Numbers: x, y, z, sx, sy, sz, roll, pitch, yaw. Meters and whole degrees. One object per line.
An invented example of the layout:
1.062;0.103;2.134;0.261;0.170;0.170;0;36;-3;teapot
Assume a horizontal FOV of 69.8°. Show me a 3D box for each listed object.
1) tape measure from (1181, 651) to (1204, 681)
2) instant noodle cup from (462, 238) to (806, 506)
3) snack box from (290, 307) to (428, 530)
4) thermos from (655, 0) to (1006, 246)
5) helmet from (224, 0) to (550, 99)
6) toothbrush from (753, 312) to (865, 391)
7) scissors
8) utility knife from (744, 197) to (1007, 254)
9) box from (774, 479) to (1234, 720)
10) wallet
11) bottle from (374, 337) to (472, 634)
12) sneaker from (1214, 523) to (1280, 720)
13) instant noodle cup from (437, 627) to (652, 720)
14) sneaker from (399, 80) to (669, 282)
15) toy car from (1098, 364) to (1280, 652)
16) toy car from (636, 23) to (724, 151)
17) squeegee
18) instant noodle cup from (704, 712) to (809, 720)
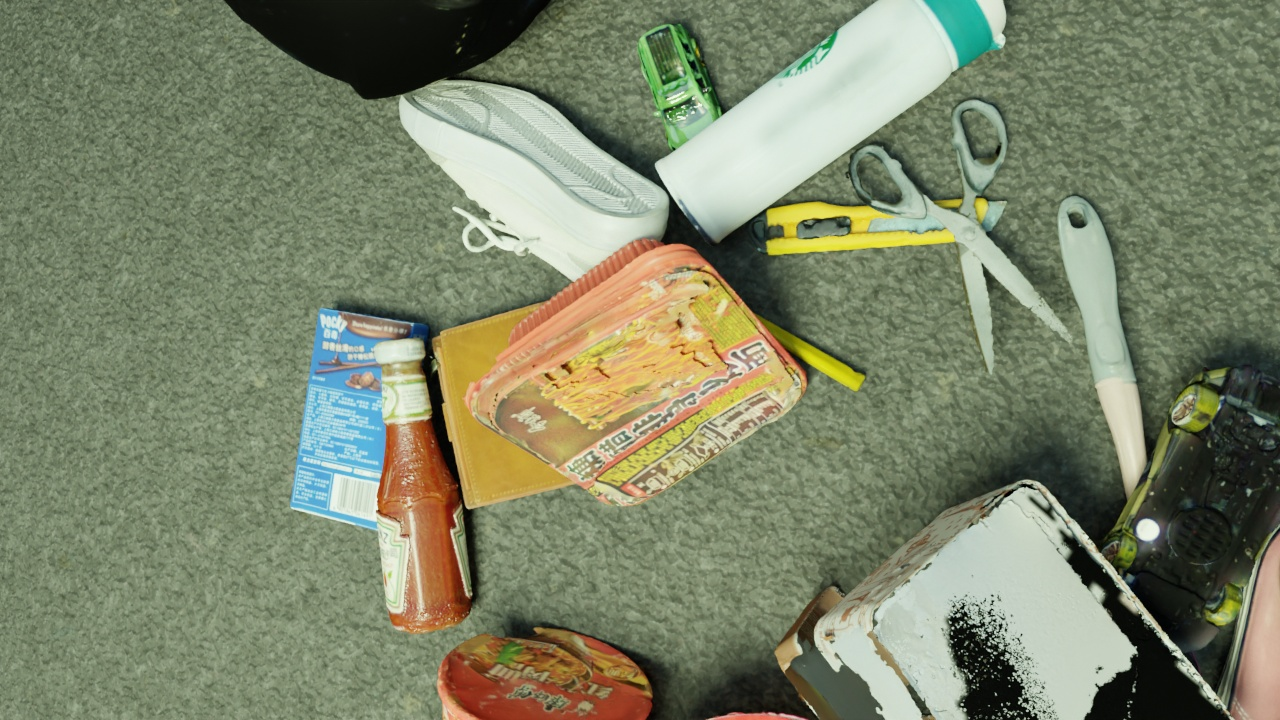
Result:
0.288;0.169;0.513;0.039;0.057;0.057;-18;126;11;tape measure
-0.003;0.003;0.569;0.165;0.189;0.079;-33;50;13;instant noodle cup
-0.214;0.043;0.698;0.085;0.026;0.157;10;91;18;snack box
0.117;-0.164;0.572;0.224;0.073;0.073;-34;79;13;thermos
-0.150;-0.297;0.584;0.275;0.230;0.233;-15;59;11;helmet
0.067;-0.036;0.614;0.190;0.015;0.016;34;92;16;toothbrush
0.195;-0.082;0.555;0.159;0.014;0.175;20;81;22;scissors
0.147;-0.088;0.588;0.165;0.015;0.033;-2;90;18;utility knife
0.175;0.194;0.504;0.153;0.181;0.182;-32;79;-20;box
-0.098;0.034;0.656;0.119;0.035;0.130;-15;82;17;wallet
-0.161;0.087;0.655;0.060;0.059;0.206;-6;92;18;bottle
0.349;0.194;0.468;0.118;0.087;0.241;3;99;19;sneaker
-0.067;0.255;0.593;0.138;0.137;0.108;12;100;18;instant noodle cup
-0.078;-0.116;0.636;0.242;0.089;0.091;37;137;29;sneaker
0.295;0.078;0.485;0.070;0.042;0.158;27;94;7;toy car
0.027;-0.183;0.622;0.043;0.036;0.091;-22;86;15;toy car
0.276;0.023;0.532;0.248;0.040;0.249;-11;84;18;squeegee
0.059;0.292;0.560;0.194;0.066;0.194;0;97;-3;instant noodle cup
